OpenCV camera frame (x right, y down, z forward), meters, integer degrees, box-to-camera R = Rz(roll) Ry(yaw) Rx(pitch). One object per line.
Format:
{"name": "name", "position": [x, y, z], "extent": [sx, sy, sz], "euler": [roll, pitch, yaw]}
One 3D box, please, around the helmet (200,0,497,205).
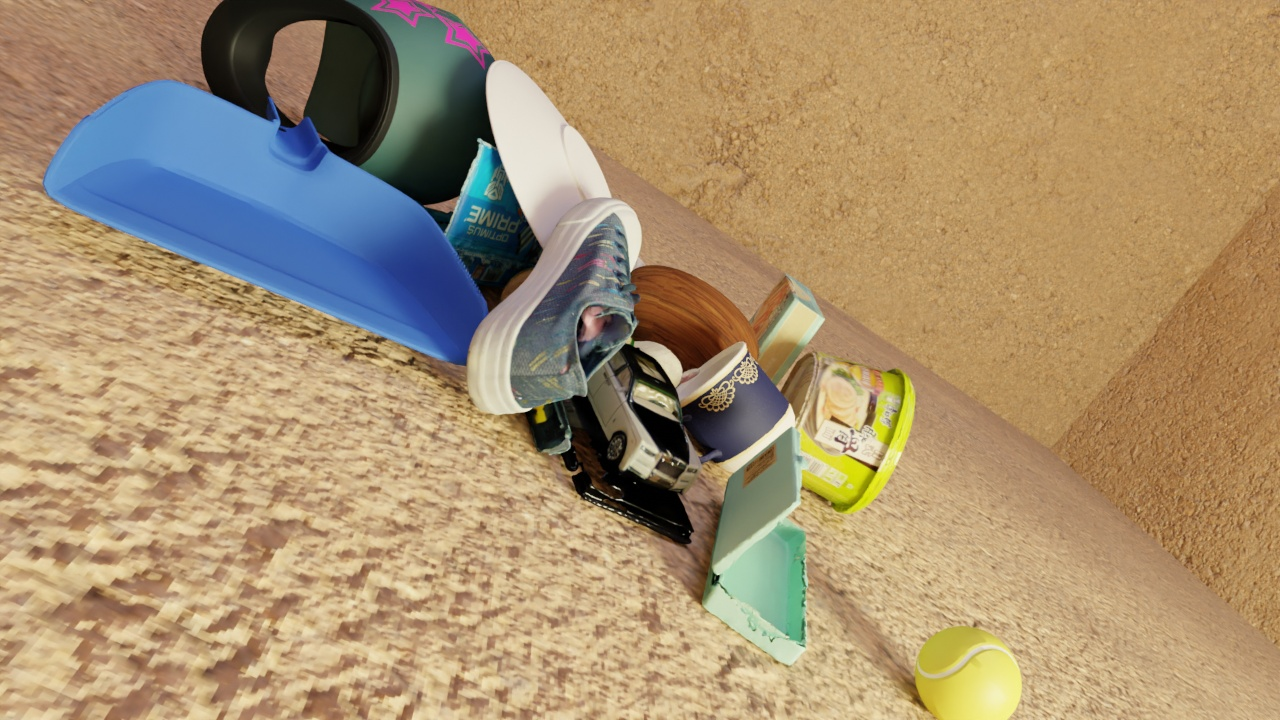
{"name": "helmet", "position": [-0.242, -0.242, 0.827], "extent": [0.275, 0.176, 0.199], "euler": [25, 15, 21]}

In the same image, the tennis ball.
{"name": "tennis ball", "position": [0.212, 0.207, 0.596], "extent": [0.065, 0.065, 0.065], "euler": [32, 14, -10]}

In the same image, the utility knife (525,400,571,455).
{"name": "utility knife", "position": [-0.071, 0.020, 0.637], "extent": [0.020, 0.029, 0.172], "euler": [52, 4, -31]}

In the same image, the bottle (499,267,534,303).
{"name": "bottle", "position": [-0.064, -0.058, 0.826], "extent": [0.068, 0.068, 0.209], "euler": [36, 14, 2]}

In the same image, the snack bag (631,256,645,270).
{"name": "snack bag", "position": [-0.008, -0.073, 0.979], "extent": [0.077, 0.036, 0.116], "euler": [47, -9, 41]}

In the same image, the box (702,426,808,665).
{"name": "box", "position": [0.096, 0.105, 0.608], "extent": [0.077, 0.093, 0.188], "euler": [34, 14, 3]}

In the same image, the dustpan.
{"name": "dustpan", "position": [-0.233, -0.115, 0.603], "extent": [0.245, 0.059, 0.257], "euler": [25, 13, -34]}

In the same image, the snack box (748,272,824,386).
{"name": "snack box", "position": [0.133, -0.014, 0.981], "extent": [0.044, 0.142, 0.193], "euler": [34, 14, -3]}

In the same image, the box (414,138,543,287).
{"name": "box", "position": [-0.130, -0.131, 0.790], "extent": [0.094, 0.115, 0.243], "euler": [36, 11, 13]}

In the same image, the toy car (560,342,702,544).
{"name": "toy car", "position": [-0.012, 0.034, 0.644], "extent": [0.094, 0.071, 0.191], "euler": [26, 18, -27]}

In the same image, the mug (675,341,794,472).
{"name": "mug", "position": [0.073, 0.053, 0.766], "extent": [0.089, 0.086, 0.111], "euler": [51, 58, -6]}

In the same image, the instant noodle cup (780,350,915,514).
{"name": "instant noodle cup", "position": [0.181, 0.061, 0.865], "extent": [0.098, 0.146, 0.146], "euler": [23, 15, -2]}

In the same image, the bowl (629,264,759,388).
{"name": "bowl", "position": [0.030, -0.013, 0.854], "extent": [0.147, 0.068, 0.147], "euler": [28, -26, 15]}

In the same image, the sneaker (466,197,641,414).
{"name": "sneaker", "position": [-0.033, -0.039, 0.634], "extent": [0.079, 0.087, 0.234], "euler": [6, 35, 19]}

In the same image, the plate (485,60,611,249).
{"name": "plate", "position": [-0.055, -0.149, 0.772], "extent": [0.229, 0.030, 0.229], "euler": [58, 18, -33]}

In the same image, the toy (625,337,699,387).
{"name": "toy", "position": [-0.005, 0.004, 0.759], "extent": [0.087, 0.050, 0.112], "euler": [0, -17, 44]}
